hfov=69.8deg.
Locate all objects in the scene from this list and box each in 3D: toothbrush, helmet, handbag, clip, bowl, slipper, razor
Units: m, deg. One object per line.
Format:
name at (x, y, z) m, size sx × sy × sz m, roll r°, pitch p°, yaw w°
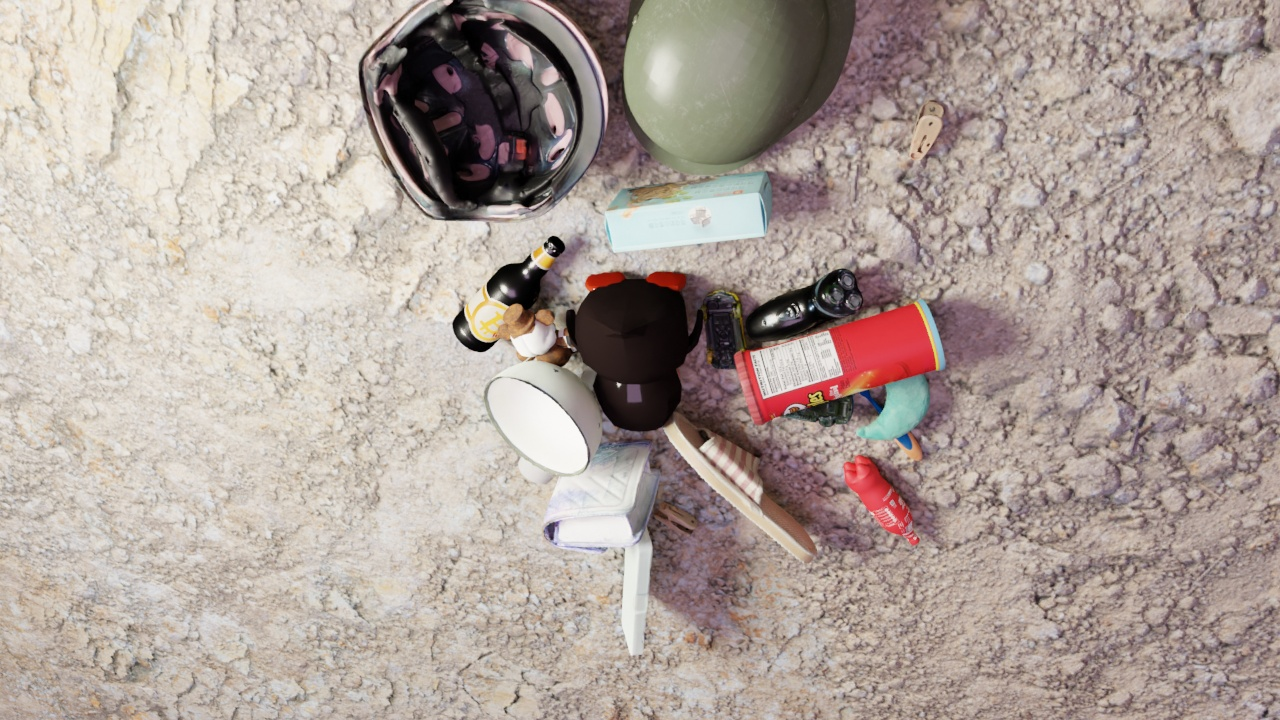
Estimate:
toothbrush at (0.299, 0.072, 1.103) m, size 0.022 × 0.017 × 0.135 m, roll -31°, pitch 110°, yaw 31°
helmet at (-0.144, -0.265, 0.942) m, size 0.256 × 0.152 × 0.230 m, roll -19°, pitch 110°, yaw 22°
helmet at (0.076, -0.286, 0.871) m, size 0.227 × 0.153 × 0.269 m, roll 29°, pitch 122°, yaw -3°
handbag at (-0.049, 0.171, 1.165) m, size 0.127 × 0.158 × 0.069 m, roll -6°, pitch 120°, yaw 16°
clip at (0.045, 0.217, 1.246) m, size 0.050 × 0.025 × 0.061 m, roll -27°, pitch 108°, yaw 27°
bowl at (-0.106, 0.060, 1.094) m, size 0.153 × 0.072 × 0.154 m, roll 24°, pitch 139°, yaw 22°
clip at (0.285, -0.225, 0.922) m, size 0.026 × 0.061 × 0.049 m, roll 20°, pitch 95°, yaw 2°
slipper at (0.133, 0.152, 1.140) m, size 0.263 × 0.115 × 0.052 m, roll 43°, pitch 101°, yaw -13°
razor at (0.179, -0.056, 1.030) m, size 0.141 × 0.063 × 0.053 m, roll -23°, pitch 82°, yaw 31°

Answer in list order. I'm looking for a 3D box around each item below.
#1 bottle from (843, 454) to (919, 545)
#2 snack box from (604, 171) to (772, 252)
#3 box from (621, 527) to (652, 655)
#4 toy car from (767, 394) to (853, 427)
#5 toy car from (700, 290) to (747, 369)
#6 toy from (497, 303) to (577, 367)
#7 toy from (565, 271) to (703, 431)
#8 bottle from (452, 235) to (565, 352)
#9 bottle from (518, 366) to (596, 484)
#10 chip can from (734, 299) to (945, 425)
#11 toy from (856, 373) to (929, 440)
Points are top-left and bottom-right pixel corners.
bottle at (0.304, 0.178, 1.146) m, size 0.042 × 0.041 × 0.141 m, roll -33°, pitch 107°, yaw 28°
snack box at (0.054, -0.161, 0.996) m, size 0.175 × 0.074 × 0.053 m, roll -5°, pitch 119°, yaw 17°
box at (-0.005, 0.280, 1.229) m, size 0.044 × 0.135 × 0.197 m, roll 3°, pitch 121°, yaw -2°
toy car at (0.194, 0.045, 1.097) m, size 0.120 × 0.043 × 0.056 m, roll 8°, pitch 121°, yaw 14°
toy car at (0.100, -0.035, 1.083) m, size 0.049 × 0.030 × 0.107 m, roll 0°, pitch 121°, yaw 16°
toy at (-0.121, -0.030, 1.102) m, size 0.087 × 0.067 × 0.112 m, roll -18°, pitch 139°, yaw 23°
toy at (-0.006, 0.007, 1.068) m, size 0.159 × 0.139 × 0.184 m, roll 1°, pitch 121°, yaw 9°
bottle at (-0.153, -0.084, 1.103) m, size 0.059 × 0.059 × 0.182 m, roll 42°, pitch 120°, yaw -11°
bottle at (-0.097, 0.076, 1.185) m, size 0.052 × 0.052 × 0.196 m, roll 30°, pitch 122°, yaw -4°
chip can at (0.218, 0.002, 1.019) m, size 0.213 × 0.087 × 0.087 m, roll -17°, pitch 114°, yaw 10°
toy at (0.293, 0.042, 1.069) m, size 0.085 × 0.033 × 0.105 m, roll -4°, pitch 104°, yaw 5°
